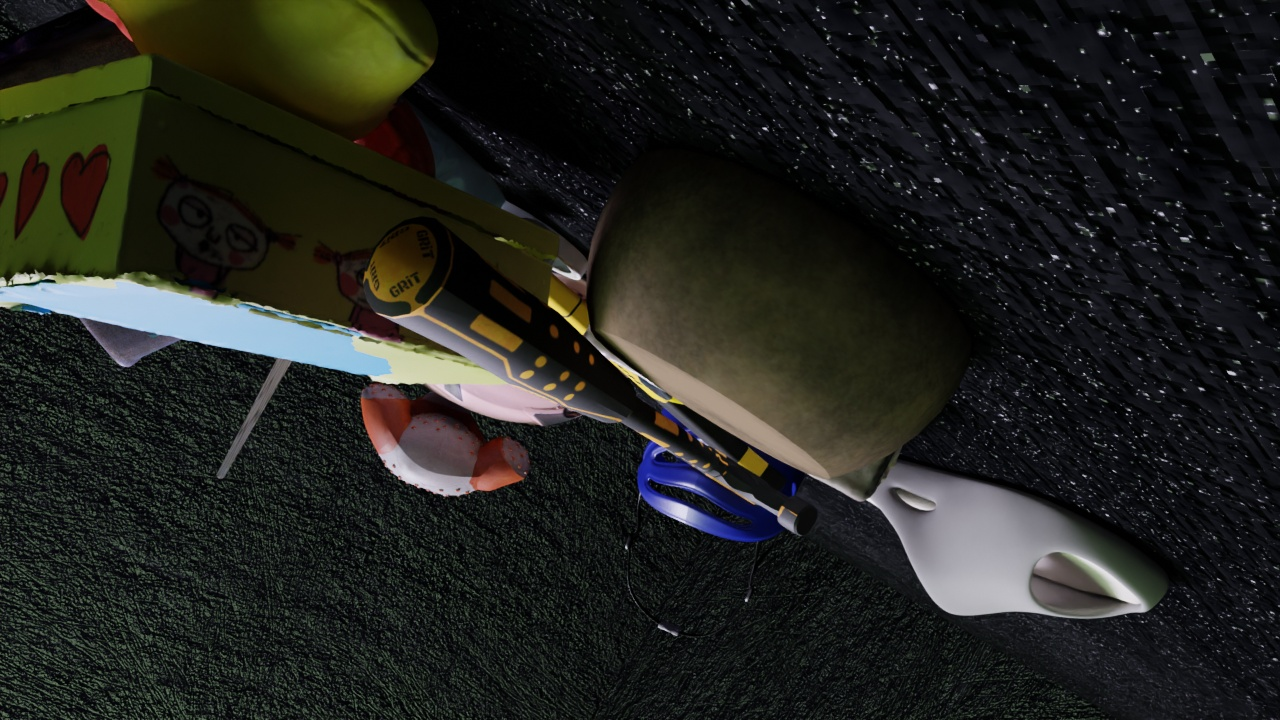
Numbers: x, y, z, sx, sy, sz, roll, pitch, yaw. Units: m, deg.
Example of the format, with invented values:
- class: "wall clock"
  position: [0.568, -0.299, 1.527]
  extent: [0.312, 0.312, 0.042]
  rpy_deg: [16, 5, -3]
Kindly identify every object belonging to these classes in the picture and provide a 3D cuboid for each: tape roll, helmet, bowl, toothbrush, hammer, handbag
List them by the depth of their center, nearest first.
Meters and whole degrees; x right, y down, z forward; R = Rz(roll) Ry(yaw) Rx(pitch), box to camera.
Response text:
- class: "bowl"
  position: [0.047, -0.011, 0.382]
  extent: [0.162, 0.070, 0.162]
  rpy_deg: [32, 174, 3]
- class: "hammer"
  position: [-0.012, 0.018, 0.428]
  extent: [0.123, 0.036, 0.320]
  rpy_deg: [30, 176, 33]
- class: "toothbrush"
  position: [-0.219, -0.006, 0.574]
  extent: [0.010, 0.181, 0.010]
  rpy_deg: [29, 175, -21]
- class: "handbag"
  position: [-0.310, -0.123, 0.590]
  extent: [0.205, 0.125, 0.222]
  rpy_deg: [67, 173, -28]
- class: "tape roll"
  position: [-0.079, -0.090, 0.670]
  extent: [0.093, 0.013, 0.093]
  rpy_deg: [32, 175, 3]
- class: "hammer"
  position: [-0.004, 0.004, 0.680]
  extent: [0.324, 0.034, 0.170]
  rpy_deg: [41, 172, -23]
- class: "helmet"
  position: [-0.123, -0.025, 0.831]
  extent: [0.255, 0.152, 0.230]
  rpy_deg: [29, 173, -26]
- class: "helmet"
  position: [0.059, 0.147, 0.853]
  extent: [0.148, 0.227, 0.241]
  rpy_deg: [21, 172, 17]

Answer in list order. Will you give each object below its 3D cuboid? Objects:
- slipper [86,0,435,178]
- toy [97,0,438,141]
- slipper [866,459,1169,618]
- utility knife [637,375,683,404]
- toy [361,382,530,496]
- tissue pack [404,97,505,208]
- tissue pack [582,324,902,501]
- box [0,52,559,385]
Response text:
- class: "slipper"
  position: [-0.211, -0.145, 0.434]
  extent: [0.249, 0.059, 0.104]
  rpy_deg: [40, 138, -12]
- class: "toy"
  position: [-0.169, -0.148, 0.324]
  extent: [0.194, 0.087, 0.134]
  rpy_deg: [35, 170, -22]
- class: "slipper"
  position: [0.212, 0.126, 0.606]
  extent: [0.113, 0.080, 0.266]
  rpy_deg: [38, 173, -19]
- class: "utility knife"
  position: [0.064, 0.026, 0.635]
  extent: [0.030, 0.019, 0.218]
  rpy_deg: [46, -159, 29]
- class: "toy"
  position: [-0.189, 0.072, 0.869]
  extent: [0.163, 0.093, 0.172]
  rpy_deg: [22, 174, -14]
- class: "tissue pack"
  position: [-0.175, -0.127, 0.586]
  extent: [0.182, 0.070, 0.112]
  rpy_deg: [27, 170, 47]
- class: "tissue pack"
  position: [0.065, 0.006, 0.521]
  extent: [0.181, 0.071, 0.103]
  rpy_deg: [33, -170, 17]
- class: "box"
  position: [-0.146, -0.043, 0.390]
  extent: [0.125, 0.082, 0.220]
  rpy_deg: [-1, 169, 32]
